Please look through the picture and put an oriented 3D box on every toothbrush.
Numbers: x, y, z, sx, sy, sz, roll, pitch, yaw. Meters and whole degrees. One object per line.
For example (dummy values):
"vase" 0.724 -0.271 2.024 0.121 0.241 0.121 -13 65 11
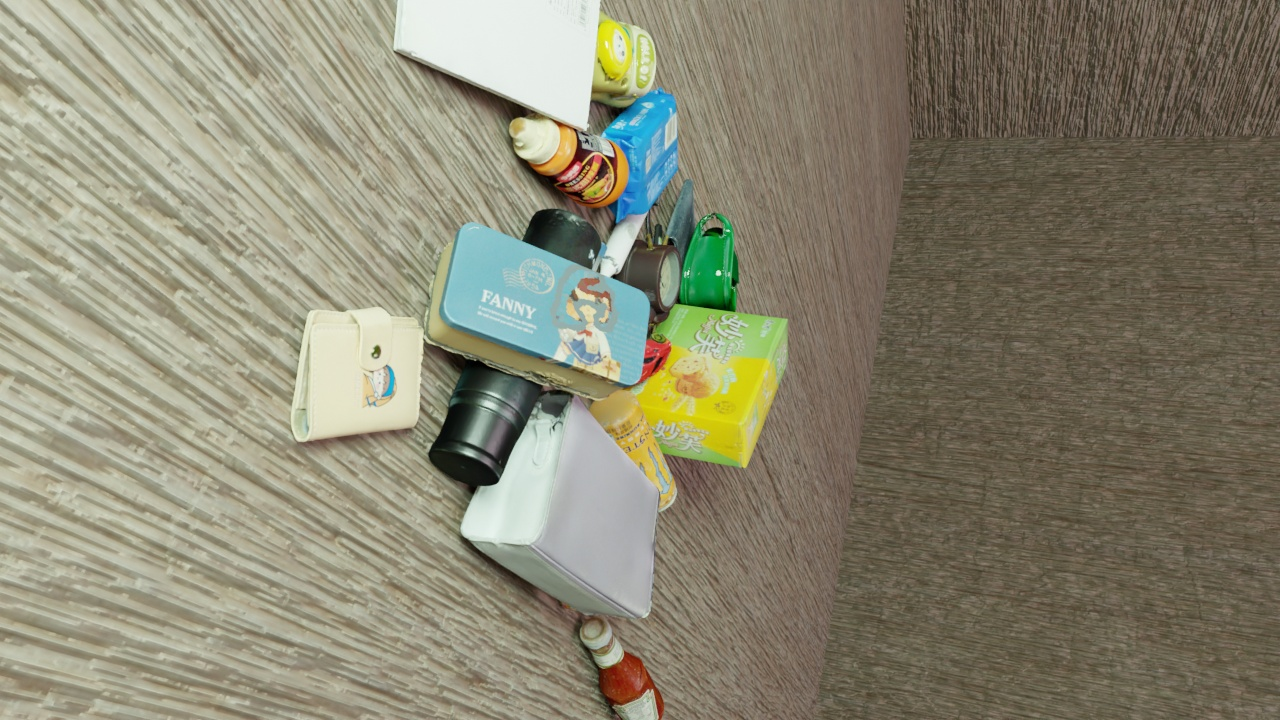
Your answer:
"toothbrush" -0.024 -0.121 0.985 0.026 0.026 0.220 36 52 -18
"toothbrush" 0.010 -0.120 1.087 0.014 0.016 0.189 -2 98 -62

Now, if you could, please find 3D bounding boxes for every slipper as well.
"slipper" -0.023 -0.293 0.879 0.190 0.082 0.091 -17 108 -69

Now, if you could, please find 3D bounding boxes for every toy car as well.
"toy car" -0.006 0.006 1.014 0.106 0.031 0.049 -23 147 -45

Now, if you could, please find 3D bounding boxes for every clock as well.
"clock" 0.009 -0.082 1.037 0.082 0.055 0.122 -15 110 -67

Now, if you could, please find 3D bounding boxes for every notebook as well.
"notebook" -0.100 -0.280 0.714 0.208 0.012 0.150 7 89 -54

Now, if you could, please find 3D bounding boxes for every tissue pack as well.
"tissue pack" -0.002 -0.219 0.974 0.156 0.052 0.095 -60 154 -47

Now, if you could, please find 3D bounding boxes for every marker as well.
"marker" 0.017 -0.104 1.112 0.018 0.015 0.124 16 77 -73

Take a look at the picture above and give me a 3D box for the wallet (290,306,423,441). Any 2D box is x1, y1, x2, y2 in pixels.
"wallet" -0.186 0.007 0.620 0.115 0.024 0.087 -2 95 -67

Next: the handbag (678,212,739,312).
"handbag" 0.092 -0.120 1.200 0.131 0.068 0.120 47 46 -75

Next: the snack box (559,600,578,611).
"snack box" -0.057 0.183 0.969 0.087 0.034 0.140 71 34 -45

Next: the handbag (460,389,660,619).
"handbag" -0.060 0.135 0.832 0.197 0.099 0.144 50 49 -47

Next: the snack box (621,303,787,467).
"snack box" 0.076 0.023 1.092 0.209 0.158 0.070 -60 151 -46

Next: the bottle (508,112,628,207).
"bottle" -0.068 -0.184 0.824 0.149 0.067 0.066 14 82 -61

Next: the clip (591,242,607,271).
"clip" -0.055 -0.094 0.930 0.027 0.045 0.058 28 74 -68

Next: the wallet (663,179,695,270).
"wallet" 0.053 -0.154 1.164 0.121 0.019 0.097 80 25 -57

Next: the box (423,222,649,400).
"box" -0.083 -0.036 0.706 0.184 0.060 0.089 19 63 -30

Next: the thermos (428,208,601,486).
"thermos" -0.106 -0.011 0.776 0.090 0.068 0.241 123 -11 -61

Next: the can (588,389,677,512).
"can" -0.008 0.102 1.010 0.058 0.058 0.146 -63 141 -42

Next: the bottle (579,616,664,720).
"bottle" -0.024 0.362 1.062 0.206 0.060 0.059 69 34 -42
